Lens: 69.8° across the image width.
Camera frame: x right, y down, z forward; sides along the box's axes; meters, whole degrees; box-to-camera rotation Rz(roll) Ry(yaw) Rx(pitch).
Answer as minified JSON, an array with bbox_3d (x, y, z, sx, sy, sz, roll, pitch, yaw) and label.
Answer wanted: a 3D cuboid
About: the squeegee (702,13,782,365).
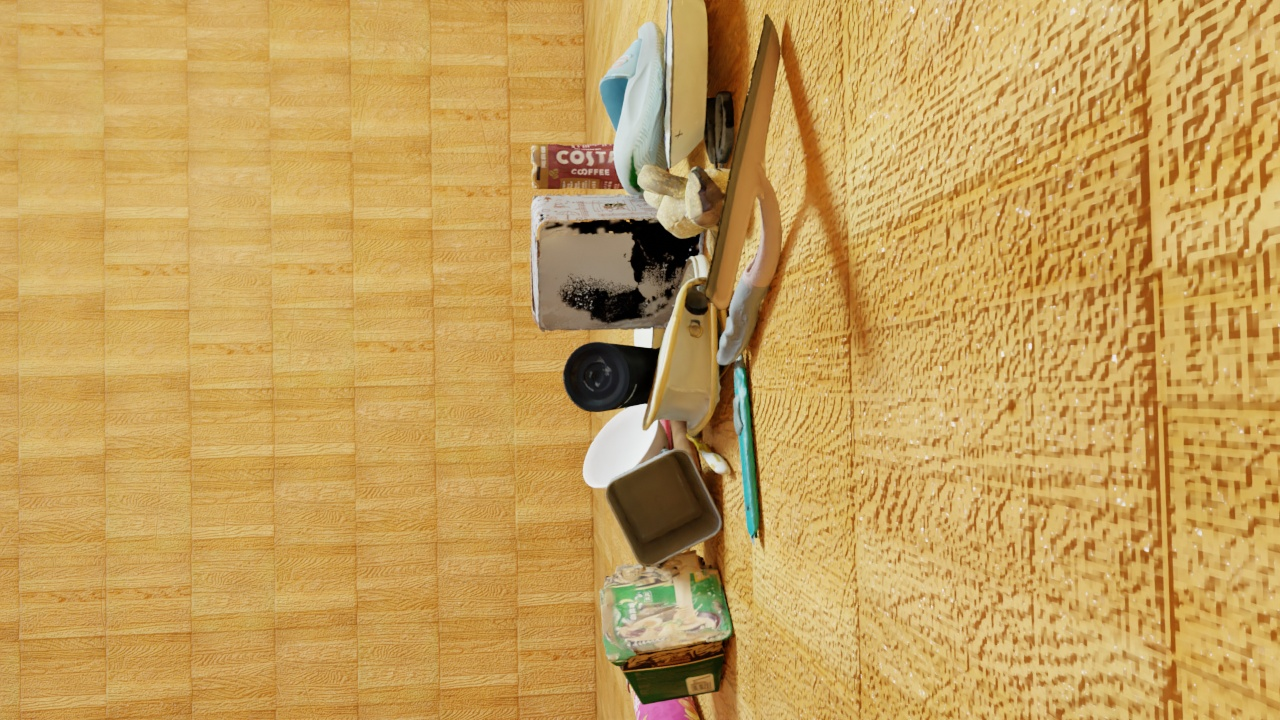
[{"bbox_3d":[0.078,-0.066,0.659,0.250,0.040,0.247,89,-168,-57],"label":"squeegee"}]

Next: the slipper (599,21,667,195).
[{"bbox_3d":[-0.005,-0.274,1.014,0.104,0.074,0.244,65,-154,-46],"label":"slipper"}]

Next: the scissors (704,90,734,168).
[{"bbox_3d":[0.070,-0.164,0.831,0.176,0.014,0.159,96,170,-55],"label":"scissors"}]

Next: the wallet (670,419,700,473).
[{"bbox_3d":[0.049,0.124,1.043,0.101,0.020,0.115,-100,8,-48],"label":"wallet"}]

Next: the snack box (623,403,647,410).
[{"bbox_3d":[0.006,0.105,1.215,0.126,0.053,0.113,92,174,-56],"label":"snack box"}]

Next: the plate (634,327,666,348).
[{"bbox_3d":[0.017,-0.071,1.220,0.163,0.034,0.164,-109,19,-70],"label":"plate"}]

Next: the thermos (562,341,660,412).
[{"bbox_3d":[-0.006,0.006,0.986,0.090,0.068,0.242,-61,-13,9],"label":"thermos"}]

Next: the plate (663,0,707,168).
[{"bbox_3d":[0.041,-0.282,0.863,0.265,0.034,0.162,-88,-1,-62],"label":"plate"}]

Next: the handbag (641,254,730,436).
[{"bbox_3d":[0.051,-0.024,0.870,0.163,0.063,0.178,110,171,-73],"label":"handbag"}]

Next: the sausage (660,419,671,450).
[{"bbox_3d":[0.033,0.066,1.165,0.020,0.020,0.155,98,169,-55],"label":"sausage"}]

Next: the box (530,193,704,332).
[{"bbox_3d":[-0.033,-0.121,1.028,0.192,0.183,0.157,-107,17,-58],"label":"box"}]

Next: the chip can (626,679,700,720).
[{"bbox_3d":[0.031,0.393,1.003,0.210,0.071,0.071,-133,43,-80],"label":"chip can"}]

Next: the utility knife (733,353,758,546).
[{"bbox_3d":[0.084,0.070,0.737,0.029,0.013,0.157,103,165,-71],"label":"utility knife"}]

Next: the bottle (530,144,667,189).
[{"bbox_3d":[-0.053,-0.250,1.185,0.057,0.175,0.057,177,92,-84],"label":"bottle"}]

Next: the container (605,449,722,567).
[{"bbox_3d":[0.019,0.142,0.916,0.090,0.090,0.114,64,176,2],"label":"container"}]

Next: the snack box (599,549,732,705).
[{"bbox_3d":[0.029,0.267,0.889,0.117,0.118,0.106,-99,-2,-56],"label":"snack box"}]

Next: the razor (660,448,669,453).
[{"bbox_3d":[0.032,0.161,1.048,0.043,0.022,0.143,33,132,48],"label":"razor"}]

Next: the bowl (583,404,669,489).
[{"bbox_3d":[-0.004,0.117,1.090,0.064,0.118,0.118,42,-162,-26],"label":"bowl"}]

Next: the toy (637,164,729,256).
[{"bbox_3d":[0.045,-0.137,0.800,0.105,0.066,0.157,50,173,-16],"label":"toy"}]

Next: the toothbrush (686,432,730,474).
[{"bbox_3d":[0.065,0.085,0.901,0.191,0.016,0.018,-137,55,-82],"label":"toothbrush"}]
